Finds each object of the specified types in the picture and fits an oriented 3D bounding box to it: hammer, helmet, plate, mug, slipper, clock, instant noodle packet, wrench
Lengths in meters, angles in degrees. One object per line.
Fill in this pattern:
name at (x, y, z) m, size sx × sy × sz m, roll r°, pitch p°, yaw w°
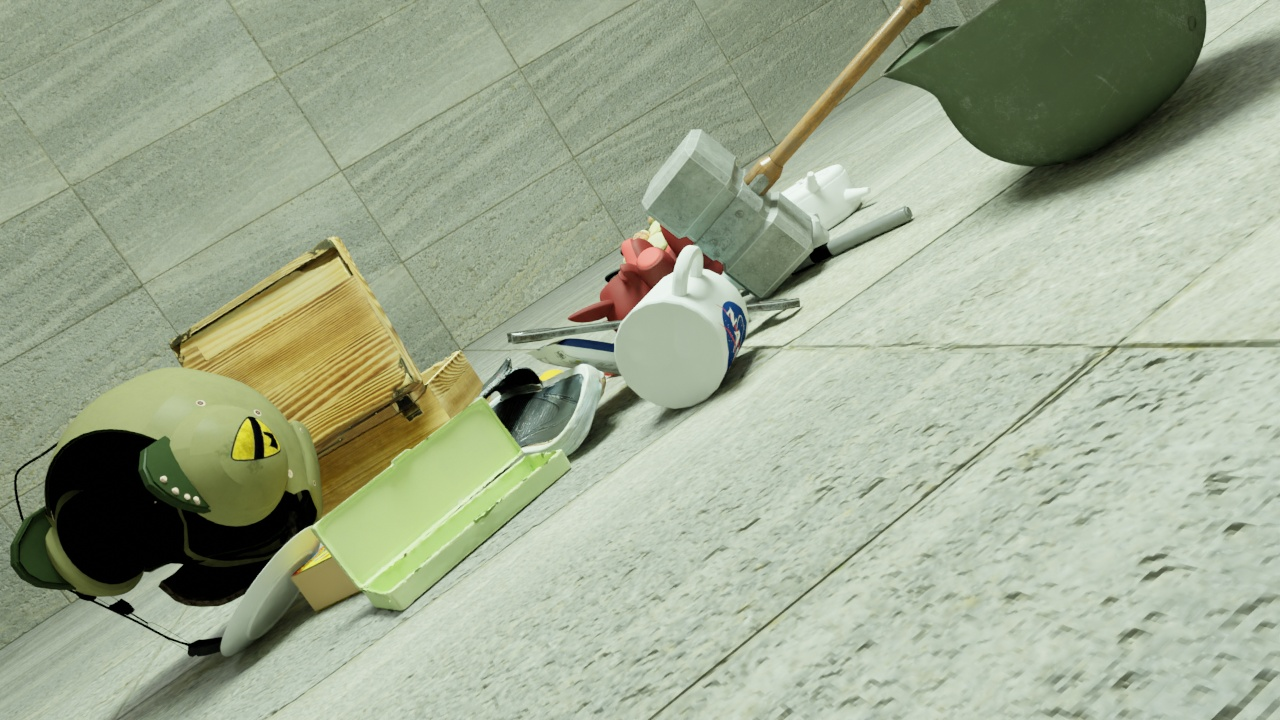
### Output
hammer at (0.160, -0.225, 0.881) m, size 0.319 × 0.162 × 0.082 m, roll -48°, pitch 13°, yaw 29°
helmet at (-0.418, 0.132, 0.868) m, size 0.251 × 0.255 × 0.232 m, roll -28°, pitch 14°, yaw 18°
plate at (-0.331, 0.212, 0.838) m, size 0.134 × 0.011 × 0.134 m, roll -59°, pitch -4°, yaw -7°
mug at (0.036, -0.034, 0.750) m, size 0.091 × 0.121 × 0.089 m, roll 9°, pitch 25°, yaw 16°
helmet at (0.345, -0.248, 0.732) m, size 0.267 × 0.154 × 0.227 m, roll -42°, pitch 10°, yaw -25°
slipper at (-0.128, 0.053, 0.893) m, size 0.265 × 0.063 × 0.111 m, roll -14°, pitch 50°, yaw 53°
clock at (0.205, -0.198, 1.155) m, size 0.125 × 0.073 × 0.161 m, roll -33°, pitch 10°, yaw -3°
instant noodle packet at (-0.037, -0.002, 0.898) m, size 0.134 × 0.026 × 0.087 m, roll 8°, pitch -8°, yaw -24°
wrench at (0.009, -0.037, 0.845) m, size 0.273 × 0.010 × 0.070 m, roll -7°, pitch 5°, yaw 5°

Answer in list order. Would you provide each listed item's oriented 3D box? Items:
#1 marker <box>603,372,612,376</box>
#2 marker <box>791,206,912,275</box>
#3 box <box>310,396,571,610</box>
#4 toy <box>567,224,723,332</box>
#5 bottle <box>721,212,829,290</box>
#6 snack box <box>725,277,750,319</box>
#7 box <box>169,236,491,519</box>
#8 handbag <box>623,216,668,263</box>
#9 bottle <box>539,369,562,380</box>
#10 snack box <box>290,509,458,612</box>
marker at (-0.006, 0.006, 0.991) m, size 0.012 × 0.013 × 0.142 m, roll -37°, pitch 11°, yaw -25°
marker at (0.210, -0.121, 0.933) m, size 0.141 × 0.016 × 0.016 m, roll -24°, pitch 13°, yaw 38°
box at (-0.156, 0.112, 0.744) m, size 0.187 × 0.098 × 0.082 m, roll -42°, pitch 14°, yaw -34°
toy at (0.022, -0.099, 1.118) m, size 0.198 × 0.120 × 0.158 m, roll -33°, pitch -17°, yaw 21°
bottle at (0.144, -0.116, 1.026) m, size 0.136 × 0.044 × 0.044 m, roll -29°, pitch 11°, yaw 19°
snack box at (0.050, -0.048, 0.965) m, size 0.075 × 0.053 × 0.175 m, roll -34°, pitch 9°, yaw -6°
box at (-0.433, 0.025, 1.302) m, size 0.279 × 0.336 × 0.286 m, roll -29°, pitch 12°, yaw 7°
handbag at (0.046, -0.157, 1.318) m, size 0.113 × 0.117 × 0.185 m, roll -21°, pitch 17°, yaw 49°
bottle at (-0.090, 0.040, 0.987) m, size 0.043 × 0.043 × 0.143 m, roll -32°, pitch 10°, yaw -2°
snack box at (-0.239, 0.167, 0.833) m, size 0.126 × 0.040 × 0.088 m, roll -28°, pitch 11°, yaw 25°
